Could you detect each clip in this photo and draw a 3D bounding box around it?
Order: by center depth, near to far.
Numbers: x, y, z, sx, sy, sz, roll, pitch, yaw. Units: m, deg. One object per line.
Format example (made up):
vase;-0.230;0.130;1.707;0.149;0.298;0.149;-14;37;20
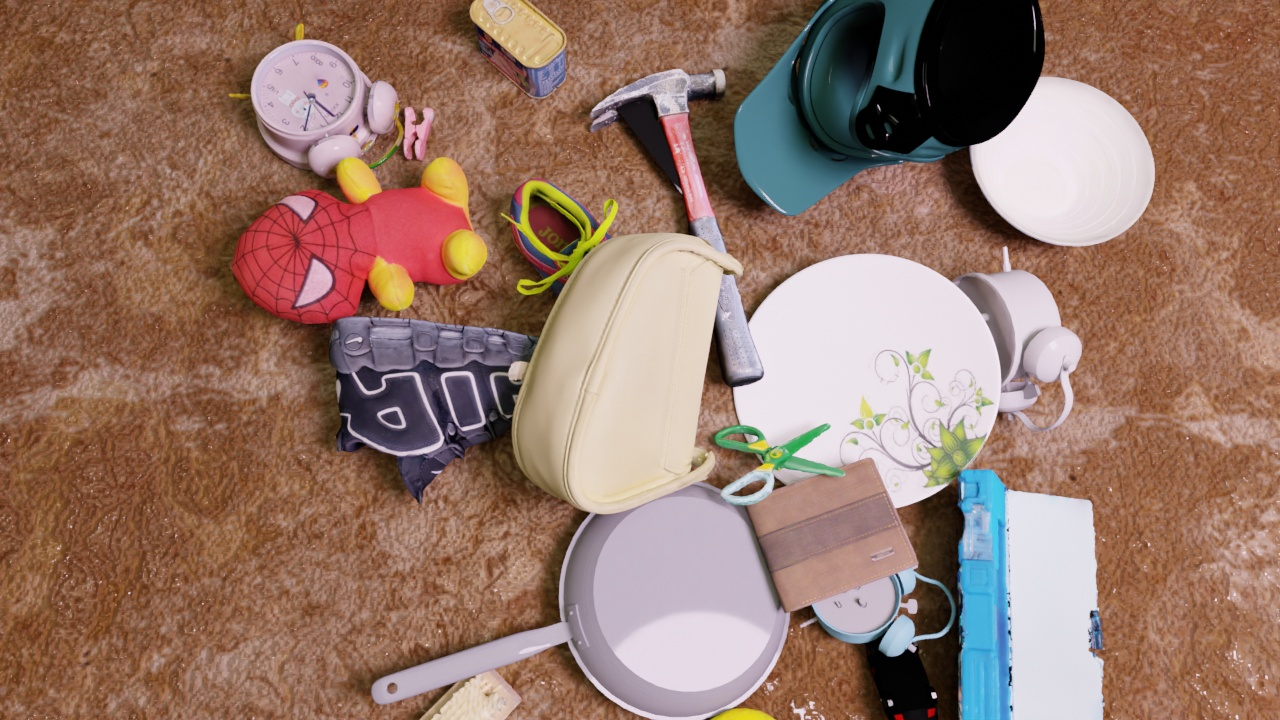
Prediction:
clip;-0.223;-0.224;0.895;0.044;0.023;0.060;22;73;9

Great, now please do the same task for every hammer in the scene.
hammer;0.048;-0.129;0.864;0.140;0.036;0.325;-11;72;-7

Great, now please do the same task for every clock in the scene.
clock;0.199;0.200;0.766;0.123;0.042;0.087;4;54;14
clock;0.324;-0.012;0.809;0.061;0.120;0.159;-11;64;-15
clock;-0.298;-0.236;0.875;0.158;0.059;0.116;37;76;7

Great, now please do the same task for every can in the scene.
can;-0.119;-0.313;0.904;0.100;0.059;0.054;43;76;9

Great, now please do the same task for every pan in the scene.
pan;-0.040;0.213;0.746;0.356;0.051;0.200;-14;74;-16

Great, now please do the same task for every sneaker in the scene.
sneaker;-0.152;0.051;0.786;0.252;0.097;0.150;8;79;1
sneaker;-0.038;-0.061;0.819;0.116;0.091;0.242;-38;80;-14

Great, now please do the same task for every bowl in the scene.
bowl;0.395;-0.182;0.889;0.176;0.058;0.176;1;74;-3

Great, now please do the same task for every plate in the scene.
plate;0.199;0.019;0.823;0.230;0.030;0.229;-3;80;17

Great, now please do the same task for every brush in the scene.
brush;-0.154;0.300;0.739;0.049;0.039;0.117;44;73;9

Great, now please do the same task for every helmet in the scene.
helmet;0.218;-0.253;0.828;0.274;0.201;0.176;-47;118;-29

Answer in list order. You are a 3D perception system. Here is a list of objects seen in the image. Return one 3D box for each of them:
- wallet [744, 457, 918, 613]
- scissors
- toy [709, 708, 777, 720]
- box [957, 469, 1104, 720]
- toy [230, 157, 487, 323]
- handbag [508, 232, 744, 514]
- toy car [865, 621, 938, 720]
wallet;0.158;0.143;0.764;0.121;0.027;0.098;-17;70;-8
scissors;0.112;0.086;0.783;0.126;0.011;0.129;12;42;33
toy;0.082;0.327;0.738;0.095;0.041;0.094;44;79;-5
box;0.315;0.226;0.776;0.170;0.070;0.243;16;71;-32
toy;-0.250;-0.100;0.819;0.216;0.099;0.147;-15;65;-8
handbag;-0.004;0.004;0.748;0.190;0.089;0.233;10;90;-44
toy car;0.216;0.265;0.766;0.042;0.036;0.091;-9;51;-3
